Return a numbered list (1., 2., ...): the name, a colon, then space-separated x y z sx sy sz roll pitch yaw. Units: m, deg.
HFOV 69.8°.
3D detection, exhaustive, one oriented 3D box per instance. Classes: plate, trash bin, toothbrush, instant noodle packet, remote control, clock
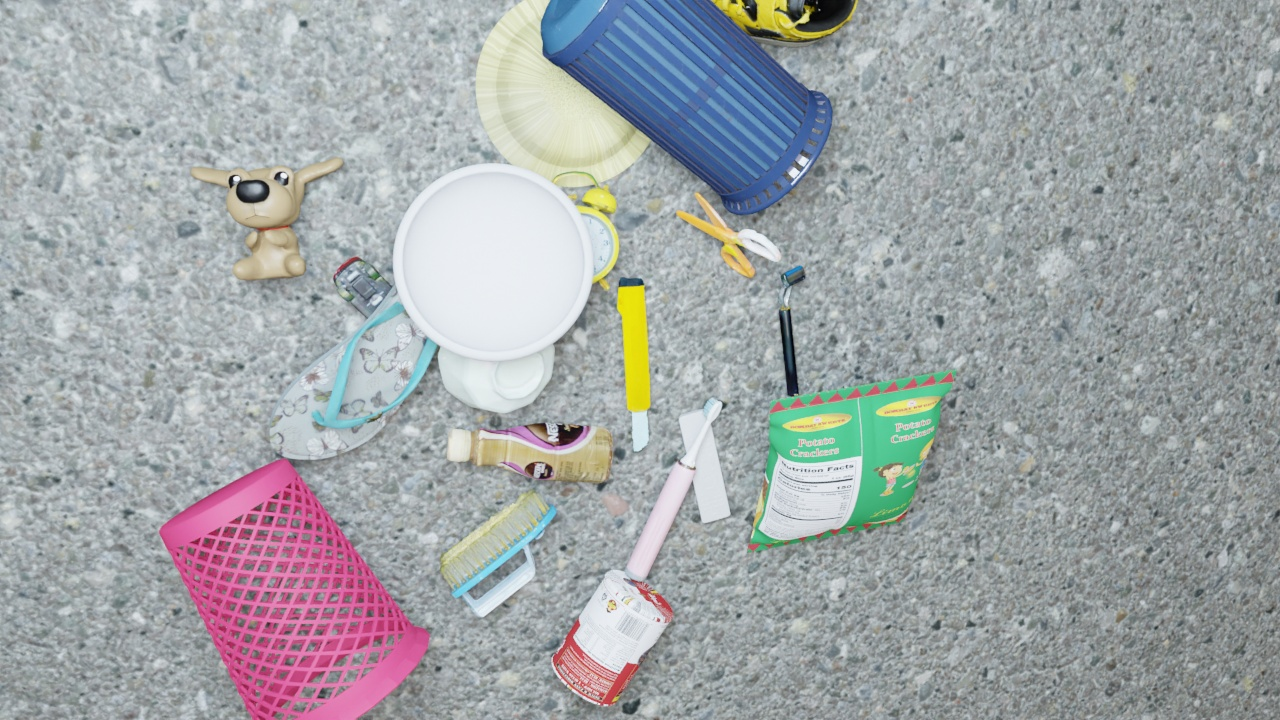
1. plate: -0.064 -0.259 0.880 0.184 0.036 0.184 -3 104 -12
2. trash bin: 0.039 -0.256 0.824 0.249 0.139 0.139 32 95 -29
3. toothbrush: 0.038 0.141 0.999 0.027 0.026 0.223 11 108 -47
4. instant noodle packet: 0.220 0.115 0.988 0.195 0.090 0.253 -9 135 -10
5. remote control: 0.071 0.117 1.016 0.033 0.012 0.131 -15 106 -6
6. clock: -0.063 -0.126 0.904 0.083 0.057 0.119 -5 96 -11

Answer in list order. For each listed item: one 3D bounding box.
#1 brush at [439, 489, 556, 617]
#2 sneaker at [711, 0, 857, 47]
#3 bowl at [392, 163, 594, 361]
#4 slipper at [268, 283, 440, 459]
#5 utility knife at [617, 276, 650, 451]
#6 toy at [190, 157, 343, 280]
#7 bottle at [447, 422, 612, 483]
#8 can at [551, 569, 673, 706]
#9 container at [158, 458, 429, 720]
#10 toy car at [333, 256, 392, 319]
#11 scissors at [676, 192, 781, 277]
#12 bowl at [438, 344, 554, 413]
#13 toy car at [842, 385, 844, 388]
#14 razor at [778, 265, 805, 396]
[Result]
1. brush: -0.140 0.201 0.969 0.136 0.055 0.075 -38 104 -1
2. sneaker: 0.089 -0.350 0.847 0.238 0.122 0.086 8 100 -15
3. bowl: -0.132 -0.086 0.840 0.176 0.066 0.176 0 89 -7
4. slipper: -0.240 0.003 0.875 0.268 0.055 0.098 -48 129 -1
5. utility knife: -0.006 0.006 0.969 0.030 0.018 0.191 -5 101 -6
6. toy: -0.335 -0.127 0.828 0.134 0.106 0.108 -5 94 -7
7. bottle: -0.114 0.093 0.946 0.166 0.059 0.060 5 102 -13
8. can: -0.030 0.301 1.002 0.086 0.086 0.116 31 96 -17
9. container: -0.339 0.222 0.880 0.183 0.183 0.226 -28 100 -4
10. toy car: -0.256 -0.059 0.888 0.042 0.036 0.091 -42 120 -2
11. scissors: 0.091 -0.123 0.919 0.011 0.128 0.125 -55 128 -15
12. bowl: -0.132 0.002 0.898 0.117 0.061 0.117 -14 117 -30
13. toy car: 0.210 0.055 1.016 0.112 0.034 0.046 -13 139 -3
14. razor: 0.161 -0.029 0.997 0.042 0.022 0.144 -25 118 -47
